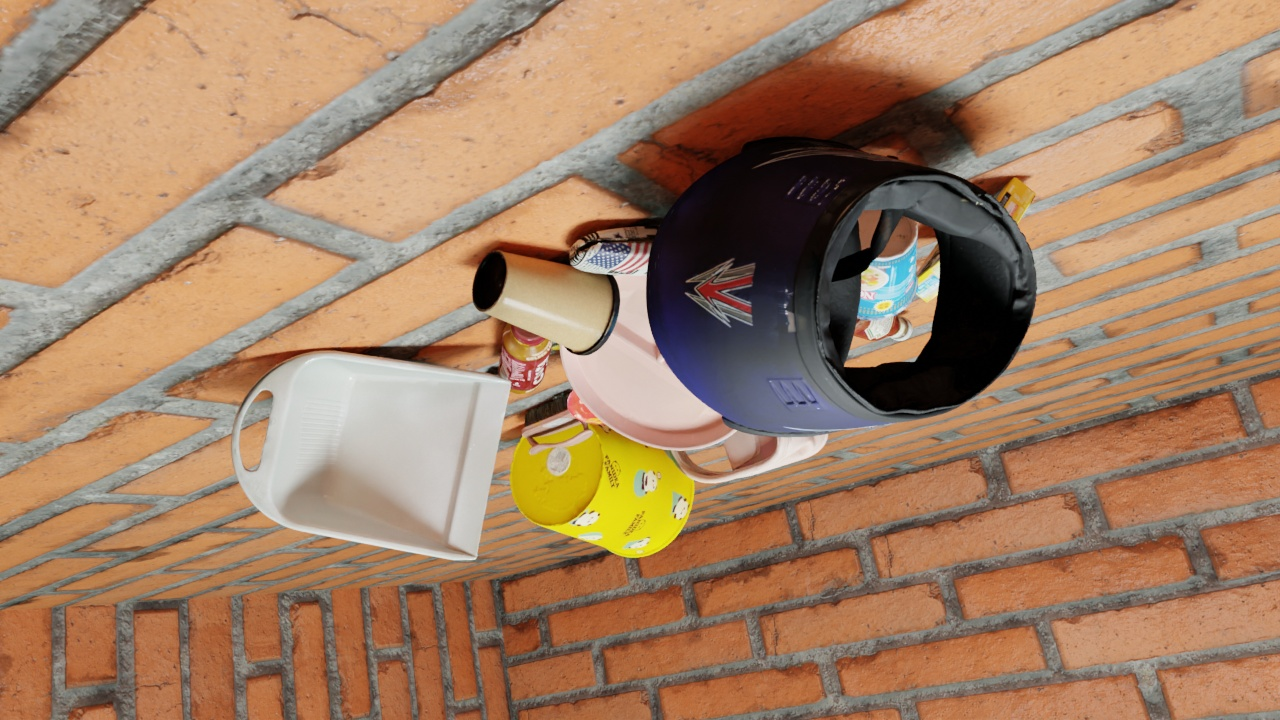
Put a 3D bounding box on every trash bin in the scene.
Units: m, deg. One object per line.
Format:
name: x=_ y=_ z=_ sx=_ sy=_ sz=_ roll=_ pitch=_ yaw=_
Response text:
trash bin: x=-0.070 y=0.202 z=1.535 sx=0.230 sy=0.229 sz=0.255 roll=-20 pitch=155 yaw=26

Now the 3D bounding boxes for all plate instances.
plate: x=0.020 y=-0.001 z=1.005 sx=0.230 sy=0.229 sz=0.028 roll=-22 pitch=-159 yaw=32

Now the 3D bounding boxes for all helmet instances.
helmet: x=0.151 y=-0.061 z=0.792 sx=0.314 sy=0.247 sz=0.241 roll=-2 pitch=-172 yaw=-36

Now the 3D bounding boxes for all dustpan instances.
dustpan: x=-0.309 y=0.101 z=1.037 sx=0.258 sy=0.222 sz=0.142 roll=10 pitch=176 yaw=10

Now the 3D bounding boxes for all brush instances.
brush: x=-0.128 y=0.099 z=1.397 sx=0.146 sy=0.073 sz=0.063 roll=-24 pitch=160 yaw=40

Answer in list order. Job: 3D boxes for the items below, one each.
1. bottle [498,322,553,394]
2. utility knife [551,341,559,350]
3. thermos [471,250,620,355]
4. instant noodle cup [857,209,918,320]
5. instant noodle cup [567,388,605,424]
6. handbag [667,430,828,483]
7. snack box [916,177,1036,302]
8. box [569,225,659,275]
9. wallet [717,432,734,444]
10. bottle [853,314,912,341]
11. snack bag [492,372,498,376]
bottle: x=-0.134 y=-0.012 z=1.067 sx=0.057 sy=0.057 sz=0.175 roll=-7 pitch=162 yaw=-14
utility knife: x=-0.055 y=-0.016 z=1.172 sx=0.171 sy=0.015 sz=0.033 roll=3 pitch=155 yaw=-39
thermos: x=-0.090 y=-0.060 z=0.905 sx=0.143 sy=0.093 sz=0.093 roll=15 pitch=150 yaw=-39
instant noodle cup: x=0.244 y=-0.110 z=0.952 sx=0.099 sy=0.099 sz=0.110 roll=-12 pitch=155 yaw=4
instant noodle cup: x=-0.007 y=0.007 z=1.154 sx=0.193 sy=0.065 sz=0.194 roll=-15 pitch=154 yaw=-8
handbag: x=0.120 y=0.074 z=1.234 sx=0.093 sy=0.193 sz=0.235 roll=3 pitch=150 yaw=-42
snack box: x=0.348 y=-0.125 z=0.973 sx=0.086 sy=0.034 sz=0.141 roll=-50 pitch=-179 yaw=-25
box: x=0.011 y=-0.109 z=0.892 sx=0.164 sy=0.051 sz=0.068 roll=-4 pitch=152 yaw=-25
wallet: x=0.076 y=0.056 z=1.151 sx=0.121 sy=0.019 sz=0.097 roll=28 pitch=137 yaw=-13
bottle: x=0.312 y=-0.053 z=1.216 sx=0.060 sy=0.059 sz=0.205 roll=-22 pitch=163 yaw=31
snack bag: x=-0.204 y=0.037 z=1.232 sx=0.048 sy=0.026 sz=0.104 roll=-11 pitch=168 yaw=-45
